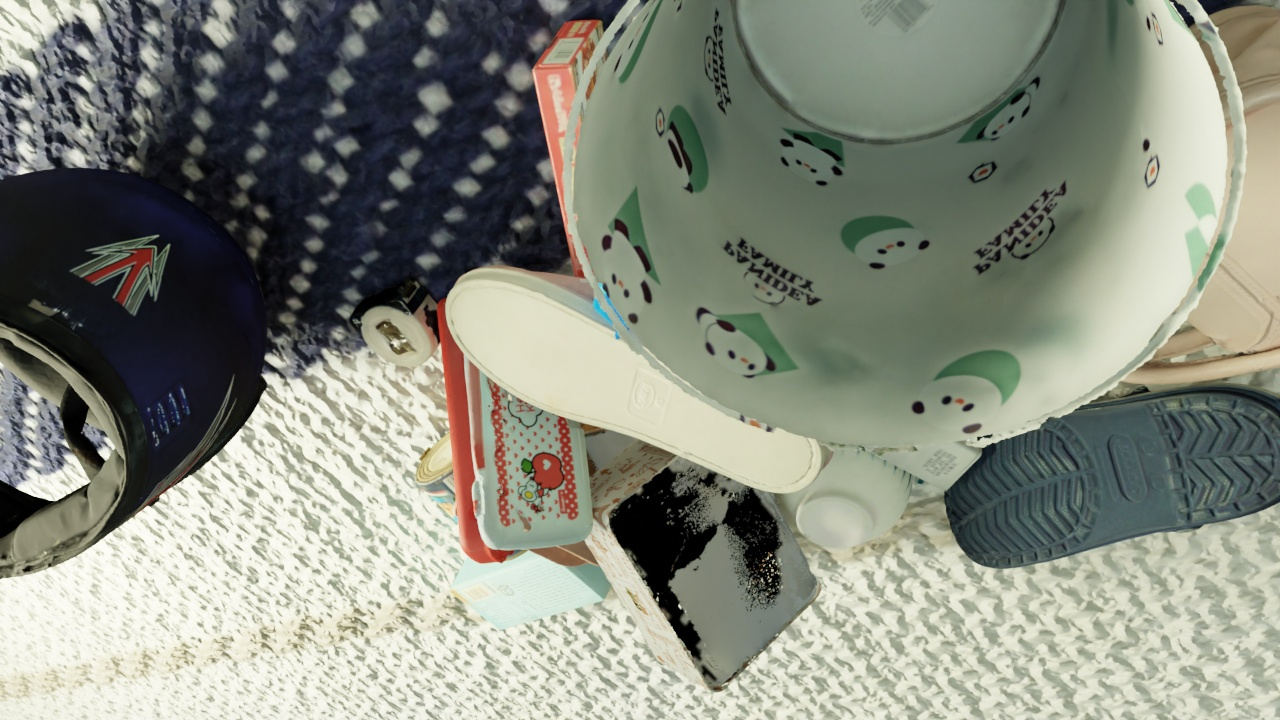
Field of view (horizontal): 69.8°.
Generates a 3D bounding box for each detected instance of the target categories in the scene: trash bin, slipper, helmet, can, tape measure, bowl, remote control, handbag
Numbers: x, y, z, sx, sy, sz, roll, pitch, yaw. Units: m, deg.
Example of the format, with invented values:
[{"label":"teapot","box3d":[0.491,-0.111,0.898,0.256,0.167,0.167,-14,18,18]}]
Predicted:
[{"label":"trash bin","box3d":[0.110,-0.126,0.418,0.230,0.251,0.230,9,132,10]},{"label":"slipper","box3d":[-0.004,0.004,0.594,0.274,0.054,0.114,21,136,17]},{"label":"helmet","box3d":[-0.429,-0.002,0.698,0.316,0.239,0.247,-38,112,26]},{"label":"slipper","box3d":[0.325,0.073,0.633,0.095,0.105,0.254,-6,164,-36]},{"label":"can","box3d":[-0.140,0.117,0.826,0.075,0.075,0.111,-22,119,32]},{"label":"tape measure","box3d":[-0.193,-0.028,0.747,0.066,0.033,0.066,-20,121,32]},{"label":"bowl","box3d":[0.155,0.105,0.727,0.116,0.066,0.117,9,131,10]},{"label":"remote control","box3d":[0.181,0.051,0.671,0.125,0.024,0.049,27,133,1]},{"label":"handbag","box3d":[0.314,-0.063,0.533,0.193,0.093,0.235,35,139,-14]}]

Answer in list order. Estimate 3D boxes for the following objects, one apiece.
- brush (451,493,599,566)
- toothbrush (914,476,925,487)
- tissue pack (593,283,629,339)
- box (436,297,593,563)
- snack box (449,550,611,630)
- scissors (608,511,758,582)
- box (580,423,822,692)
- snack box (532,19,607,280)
[{"label":"brush","box3d":[-0.084,0.132,0.772,0.145,0.063,0.073,35,173,-29]},{"label":"toothbrush","box3d":[0.236,0.041,0.664,0.018,0.016,0.192,16,141,4]},{"label":"tissue pack","box3d":[0.014,-0.092,0.544,0.052,0.156,0.095,22,136,-11]},{"label":"box","box3d":[-0.090,0.043,0.681,0.101,0.201,0.095,-8,161,-3]},{"label":"snack box","box3d":[-0.107,0.212,0.907,0.175,0.051,0.074,-27,118,40]},{"label":"scissors","box3d":[0.038,0.159,0.847,0.189,0.015,0.226,40,131,-17]},{"label":"box","box3d":[0.023,0.133,0.755,0.185,0.154,0.183,0,123,60]},{"label":"snack box","box3d":[-0.032,-0.127,0.581,0.025,0.075,0.153,2,130,14]}]
